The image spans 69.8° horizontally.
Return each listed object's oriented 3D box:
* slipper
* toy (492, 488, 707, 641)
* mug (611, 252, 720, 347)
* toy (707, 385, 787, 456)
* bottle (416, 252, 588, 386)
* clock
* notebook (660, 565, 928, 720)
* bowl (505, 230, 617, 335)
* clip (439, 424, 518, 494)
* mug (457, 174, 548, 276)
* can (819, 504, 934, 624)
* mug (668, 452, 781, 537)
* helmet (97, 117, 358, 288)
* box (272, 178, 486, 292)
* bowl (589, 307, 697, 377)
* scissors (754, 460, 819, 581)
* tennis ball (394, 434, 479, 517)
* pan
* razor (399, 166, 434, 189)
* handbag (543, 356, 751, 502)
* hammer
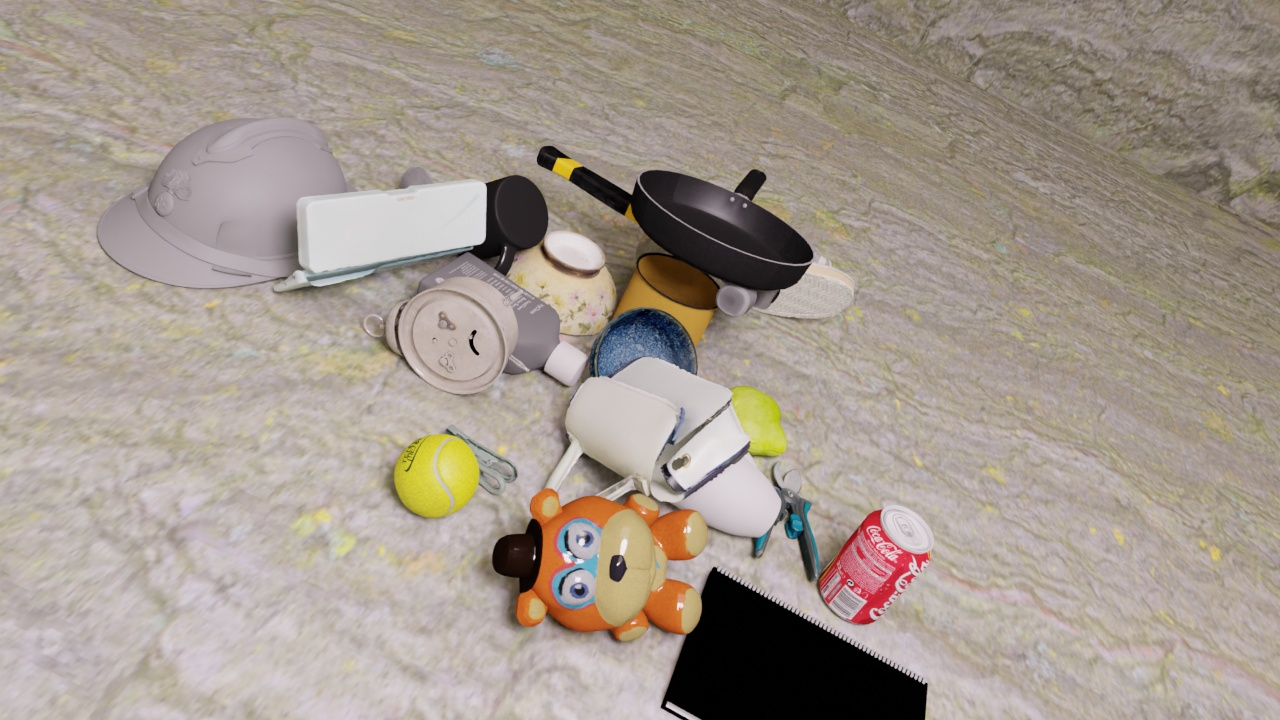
[{"bbox_3d":[0.129,-0.114,1.128,0.272,0.115,0.053,13,56,-6],"label":"slipper"},{"bbox_3d":[-0.029,0.156,0.704,0.176,0.096,0.112,8,80,-20],"label":"toy"},{"bbox_3d":[0.028,-0.054,0.999,0.100,0.094,0.123,30,31,5],"label":"mug"},{"bbox_3d":[0.094,0.058,0.948,0.117,0.043,0.092,13,40,-13],"label":"toy"},{"bbox_3d":[-0.132,-0.034,0.917,0.174,0.046,0.083,33,36,8],"label":"bottle"},{"bbox_3d":[-0.183,-0.030,0.850,0.157,0.103,0.061,5,26,13],"label":"clock"},{"bbox_3d":[0.131,0.266,0.734,0.207,0.016,0.148,28,37,2],"label":"notebook"},{"bbox_3d":[-0.083,-0.098,1.013,0.145,0.063,0.145,16,36,-13],"label":"bowl"},{"bbox_3d":[-0.141,0.085,0.784,0.076,0.023,0.042,31,38,9],"label":"clip"},{"bbox_3d":[-0.158,-0.136,0.985,0.078,0.088,0.113,24,68,-47],"label":"mug"},{"bbox_3d":[0.208,0.180,0.811,0.064,0.105,0.064,17,37,-13],"label":"can"},{"bbox_3d":[0.083,0.110,0.851,0.089,0.071,0.107,33,37,-9],"label":"mug"},{"bbox_3d":[-0.376,-0.178,0.882,0.183,0.118,0.270,39,39,17],"label":"helmet"},{"bbox_3d":[-0.246,-0.118,0.885,0.196,0.127,0.074,-18,83,-45],"label":"box"},{"bbox_3d":[-0.005,0.005,0.922,0.114,0.061,0.114,1,88,-27],"label":"bowl"},{"bbox_3d":[0.140,0.153,0.878,0.124,0.019,0.155,-3,43,-37],"label":"scissors"},{"bbox_3d":[-0.161,0.091,0.726,0.065,0.066,0.065,17,37,-13],"label":"tennis ball"},{"bbox_3d":[0.103,-0.165,1.035,0.204,0.044,0.354,27,25,4],"label":"pan"},{"bbox_3d":[-0.208,-0.178,1.060,0.116,0.047,0.088,-1,43,-44],"label":"razor"},{"bbox_3d":[-0.015,0.072,0.791,0.175,0.074,0.151,-37,31,-19],"label":"handbag"},{"bbox_3d":[0.018,-0.155,1.024,0.324,0.034,0.169,34,28,14],"label":"hammer"}]
